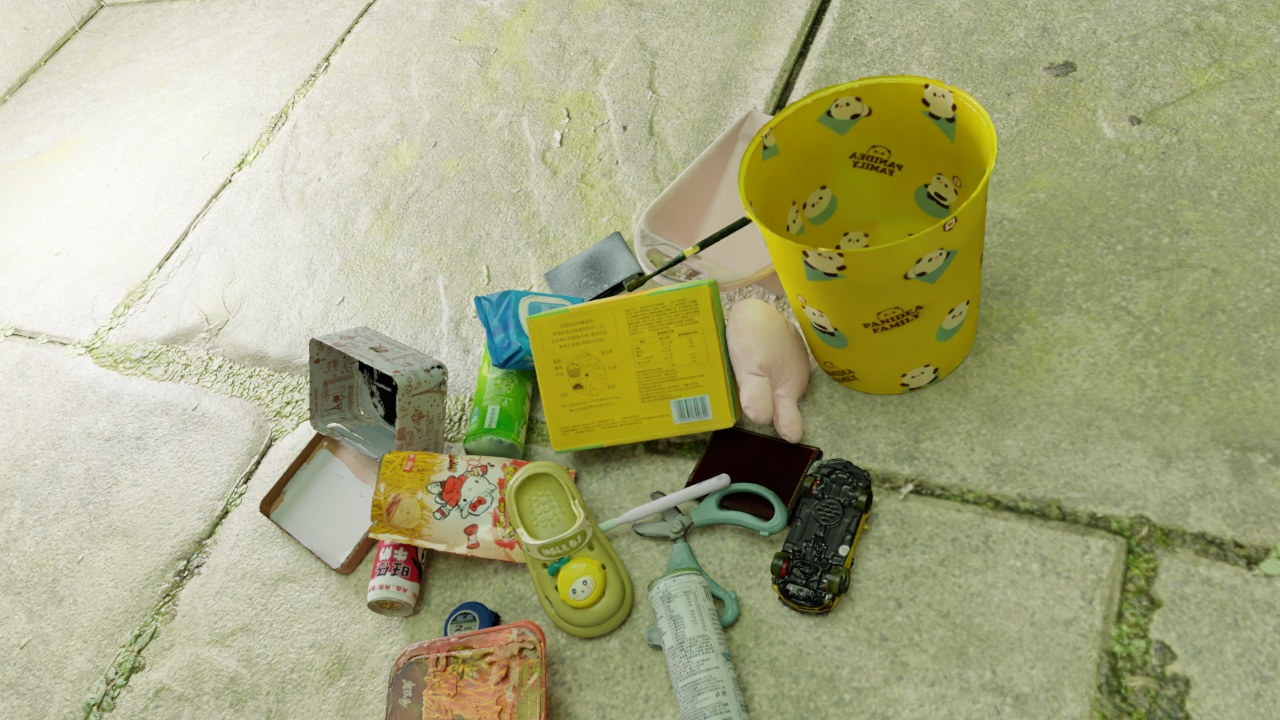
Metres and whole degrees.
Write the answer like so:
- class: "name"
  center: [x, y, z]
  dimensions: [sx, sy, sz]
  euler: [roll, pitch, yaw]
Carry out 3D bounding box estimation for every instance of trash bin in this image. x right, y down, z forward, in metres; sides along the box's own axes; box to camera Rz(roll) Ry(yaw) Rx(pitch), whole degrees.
- class: "trash bin"
  center: [0.239, -0.112, 0.924]
  dimensions: [0.230, 0.255, 0.229]
  euler: [-12, 51, 14]

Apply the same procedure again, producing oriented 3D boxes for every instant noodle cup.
- class: "instant noodle cup"
  center: [-0.155, 0.347, 0.848]
  dimensions: [0.165, 0.079, 0.188]
  euler: [-13, 51, 12]

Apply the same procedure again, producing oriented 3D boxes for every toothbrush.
- class: "toothbrush"
  center: [0.007, 0.157, 0.946]
  dimensions: [0.189, 0.021, 0.029]
  euler: [-25, 43, 16]
- class: "toothbrush"
  center: [0.062, -0.127, 1.035]
  dimensions: [0.185, 0.012, 0.017]
  euler: [-30, 37, -7]

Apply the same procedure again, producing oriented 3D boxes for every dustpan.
- class: "dustpan"
  center: [0.125, -0.189, 1.080]
  dimensions: [0.223, 0.138, 0.273]
  euler: [27, 91, 37]

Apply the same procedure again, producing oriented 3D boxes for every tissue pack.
- class: "tissue pack"
  center: [-0.119, -0.036, 1.091]
  dimensions: [0.052, 0.156, 0.095]
  euler: [-40, 57, 43]

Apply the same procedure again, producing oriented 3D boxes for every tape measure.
- class: "tape measure"
  center: [-0.174, 0.277, 0.946]
  dimensions: [0.058, 0.025, 0.054]
  euler: [-8, 50, 11]

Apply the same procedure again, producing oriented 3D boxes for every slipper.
- class: "slipper"
  center: [-0.081, 0.185, 0.915]
  dimensions: [0.091, 0.081, 0.190]
  euler: [-29, 70, 0]

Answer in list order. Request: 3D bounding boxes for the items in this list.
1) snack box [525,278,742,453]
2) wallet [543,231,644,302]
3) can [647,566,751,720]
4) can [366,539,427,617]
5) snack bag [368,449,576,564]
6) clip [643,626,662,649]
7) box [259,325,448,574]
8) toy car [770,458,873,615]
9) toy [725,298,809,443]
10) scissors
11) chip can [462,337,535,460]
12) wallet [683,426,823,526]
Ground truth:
- class: "snack box"
  center: [-0.006, 0.006, 1.002]
  dimensions: [0.210, 0.070, 0.157]
  euler: [-10, 95, 16]
- class: "wallet"
  center: [-0.063, -0.113, 1.210]
  dimensions: [0.121, 0.019, 0.097]
  euler: [-29, 47, 1]
- class: "can"
  center: [0.051, 0.265, 0.828]
  dimensions: [0.058, 0.058, 0.146]
  euler: [-22, 56, 5]
- class: "can"
  center: [-0.264, 0.211, 1.015]
  dimensions: [0.053, 0.053, 0.132]
  euler: [-9, 51, 16]
- class: "snack bag"
  center: [-0.179, 0.155, 0.991]
  dimensions: [0.208, 0.073, 0.128]
  euler: [8, 53, -2]
- class: "clip"
  center: [0.032, 0.268, 0.875]
  dimensions: [0.057, 0.030, 0.024]
  euler: [5, 58, 14]
- class: "box"
  center: [-0.343, 0.101, 1.110]
  dimensions: [0.179, 0.124, 0.274]
  euler: [22, 92, 34]
- class: "toy car"
  center: [0.177, 0.166, 0.876]
  dimensions: [0.071, 0.041, 0.155]
  euler: [10, 60, 28]
- class: "toy"
  center: [0.136, 0.009, 0.967]
  dimensions: [0.054, 0.121, 0.159]
  euler: [-32, 38, 38]
- class: "scissors"
  center: [0.075, 0.171, 0.916]
  dimensions: [0.179, 0.019, 0.172]
  euler: [-41, 49, 5]
- class: "chip can"
  center: [-0.162, 0.024, 1.107]
  dimensions: [0.073, 0.072, 0.220]
  euler: [-9, 51, 16]
- class: "wallet"
  center: [0.116, 0.116, 0.956]
  dimensions: [0.122, 0.020, 0.096]
  euler: [13, 56, 31]
